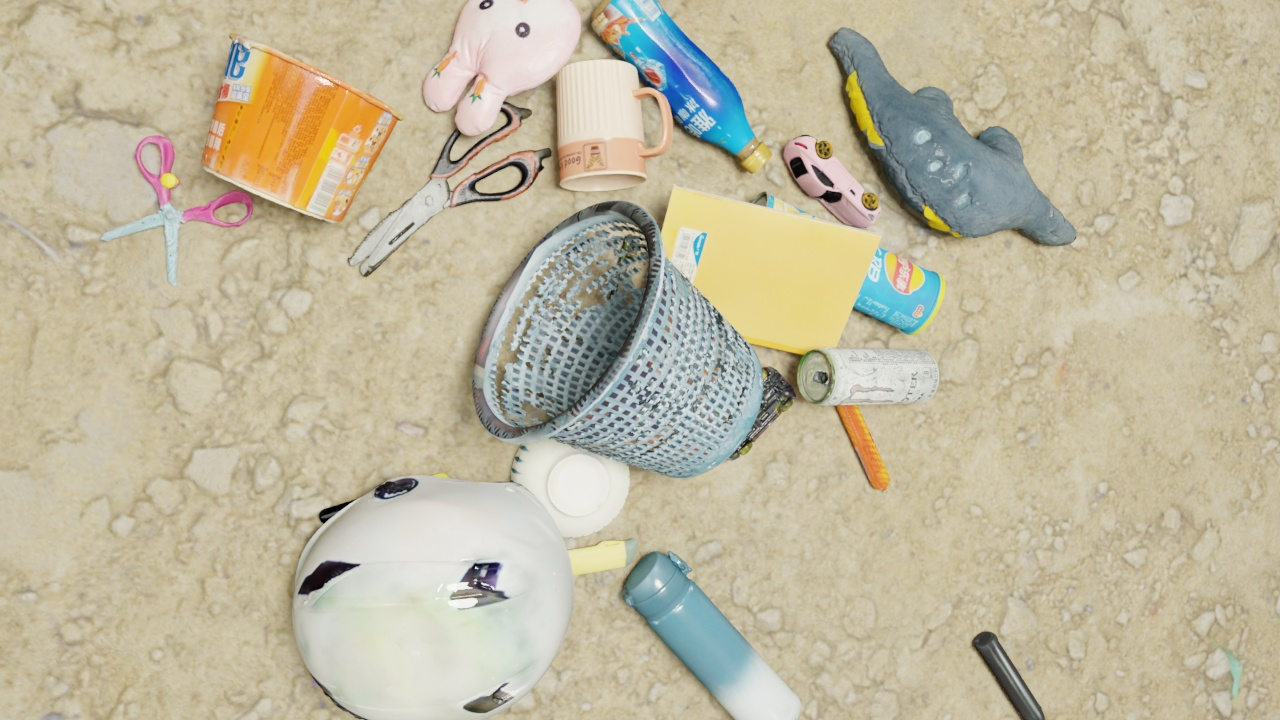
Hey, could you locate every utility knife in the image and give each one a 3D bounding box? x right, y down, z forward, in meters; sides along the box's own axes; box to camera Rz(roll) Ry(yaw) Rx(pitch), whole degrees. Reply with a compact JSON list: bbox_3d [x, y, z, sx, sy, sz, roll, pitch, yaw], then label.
[{"bbox_3d":[-0.081,0.199,0.905,0.162,0.018,0.031,-6,89,-15],"label":"utility knife"}]

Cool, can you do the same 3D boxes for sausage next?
[{"bbox_3d":[0.228,0.068,0.972,0.021,0.021,0.165,-27,98,-11],"label":"sausage"}]

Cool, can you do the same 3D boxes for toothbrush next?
[{"bbox_3d":[0.438,0.393,1.029,0.027,0.026,0.212,-35,99,3],"label":"toothbrush"},{"bbox_3d":[-0.030,-0.034,0.913,0.017,0.012,0.186,15,88,-24],"label":"toothbrush"}]

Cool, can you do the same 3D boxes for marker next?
[{"bbox_3d":[-0.241,0.131,0.866,0.124,0.015,0.018,-16,92,-11],"label":"marker"}]

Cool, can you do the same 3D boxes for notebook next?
[{"bbox_3d":[0.114,-0.082,0.898,0.206,0.010,0.146,12,120,-6],"label":"notebook"}]

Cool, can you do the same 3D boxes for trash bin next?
[{"bbox_3d":[-0.005,0.005,0.820,0.195,0.227,0.226,33,83,-37],"label":"trash bin"}]

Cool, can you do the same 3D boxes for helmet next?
[{"bbox_3d":[-0.186,0.226,0.797,0.258,0.146,0.229,-3,101,-5],"label":"helmet"}]

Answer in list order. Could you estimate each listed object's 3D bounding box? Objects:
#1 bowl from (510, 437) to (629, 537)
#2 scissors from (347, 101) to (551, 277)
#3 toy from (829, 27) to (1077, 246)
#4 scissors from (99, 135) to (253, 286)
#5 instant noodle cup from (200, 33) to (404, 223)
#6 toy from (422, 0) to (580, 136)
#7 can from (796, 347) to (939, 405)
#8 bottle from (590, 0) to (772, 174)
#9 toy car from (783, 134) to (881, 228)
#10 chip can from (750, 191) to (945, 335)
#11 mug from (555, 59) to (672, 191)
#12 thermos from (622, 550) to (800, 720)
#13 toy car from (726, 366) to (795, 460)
[{"bbox_3d":[-0.064,0.116,0.881,0.116,0.066,0.116,0,91,-13],"label":"bowl"},{"bbox_3d":[-0.178,-0.152,0.873,0.193,0.015,0.206,9,90,-14],"label":"scissors"},{"bbox_3d":[0.328,-0.205,0.961,0.356,0.092,0.137,33,56,-13],"label":"toy"},{"bbox_3d":[-0.412,-0.133,0.819,0.135,0.017,0.133,-1,96,-15],"label":"scissors"},{"bbox_3d":[-0.294,-0.191,0.783,0.151,0.151,0.111,23,94,-13],"label":"instant noodle cup"},{"bbox_3d":[-0.130,-0.284,0.850,0.121,0.054,0.159,38,89,22],"label":"toy"},{"bbox_3d":[0.233,0.016,0.934,0.146,0.058,0.058,0,91,-30],"label":"can"},{"bbox_3d":[0.046,-0.272,0.898,0.218,0.065,0.065,45,82,-12],"label":"bottle"},{"bbox_3d":[0.194,-0.180,0.940,0.122,0.056,0.037,44,78,-11],"label":"toy car"},{"bbox_3d":[0.203,-0.098,0.936,0.210,0.071,0.071,23,86,-12],"label":"chip can"},{"bbox_3d":[-0.025,-0.221,0.863,0.115,0.081,0.106,-4,90,28],"label":"mug"},{"bbox_3d":[0.071,0.285,0.919,0.070,0.070,0.220,-42,100,-9],"label":"thermos"},{"bbox_3d":[0.110,0.055,0.938,0.049,0.031,0.106,45,81,-10],"label":"toy car"}]
